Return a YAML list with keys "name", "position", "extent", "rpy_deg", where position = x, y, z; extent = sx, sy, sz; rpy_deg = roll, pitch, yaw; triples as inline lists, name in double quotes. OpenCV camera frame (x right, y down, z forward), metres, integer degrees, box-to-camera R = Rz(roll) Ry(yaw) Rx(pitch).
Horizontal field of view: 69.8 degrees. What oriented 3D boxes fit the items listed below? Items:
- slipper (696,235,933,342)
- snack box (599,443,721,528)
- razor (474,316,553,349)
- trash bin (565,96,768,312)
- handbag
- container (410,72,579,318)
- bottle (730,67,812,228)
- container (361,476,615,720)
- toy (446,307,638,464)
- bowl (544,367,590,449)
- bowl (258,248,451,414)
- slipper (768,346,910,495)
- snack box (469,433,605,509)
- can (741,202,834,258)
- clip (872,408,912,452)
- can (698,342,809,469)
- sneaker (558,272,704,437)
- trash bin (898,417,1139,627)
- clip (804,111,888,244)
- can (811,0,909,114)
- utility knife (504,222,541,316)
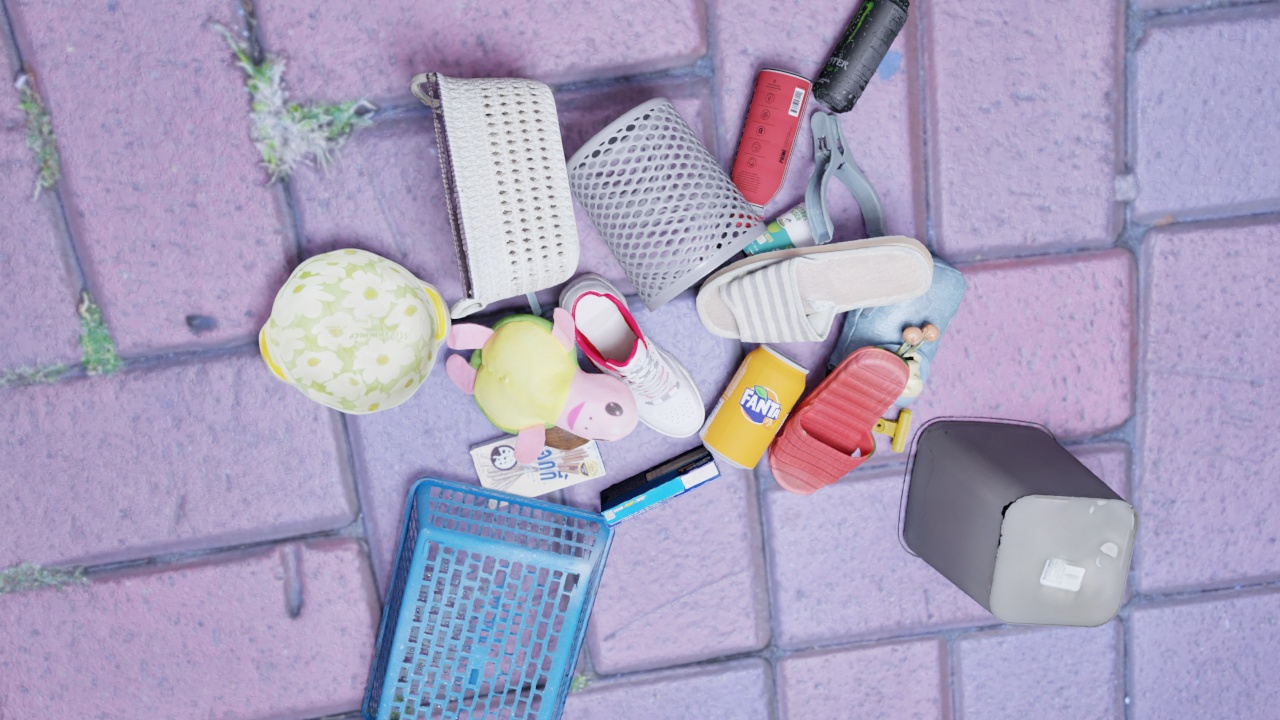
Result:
- name: "slipper"
  position: [0.190, -0.076, 1.034]
  extent: [0.273, 0.053, 0.114]
  rpy_deg: [-13, 124, 27]
- name: "snack box"
  position: [0.022, 0.151, 1.117]
  extent: [0.150, 0.082, 0.027]
  rpy_deg: [-26, 102, 2]
- name: "razor"
  position: [-0.148, -0.031, 1.097]
  extent: [0.106, 0.026, 0.042]
  rpy_deg: [-21, 101, -3]
- name: "trash bin"
  position: [0.022, -0.172, 1.001]
  extent: [0.156, 0.156, 0.183]
  rpy_deg: [-35, 93, 4]
- name: "handbag"
  position: [0.303, -0.033, 1.078]
  extent: [0.122, 0.118, 0.192]
  rpy_deg: [20, 108, -6]
- name: "container"
  position: [-0.152, -0.179, 0.974]
  extent: [0.143, 0.185, 0.251]
  rpy_deg: [-9, 89, -10]
- name: "bottle"
  position: [0.142, -0.238, 1.049]
  extent: [0.062, 0.062, 0.177]
  rpy_deg: [14, 101, -7]
- name: "container"
  position: [-0.195, 0.344, 1.128]
  extent: [0.257, 0.089, 0.363]
  rpy_deg: [13, 106, -7]
- name: "toy"
  position: [-0.115, 0.024, 1.039]
  extent: [0.238, 0.087, 0.190]
  rpy_deg: [20, 105, 12]
- name: "bowl"
  position: [-0.097, 0.052, 1.096]
  extent: [0.114, 0.026, 0.102]
  rpy_deg: [37, 86, 6]
- name: "bowl"
  position: [-0.322, -0.037, 1.060]
  extent: [0.219, 0.060, 0.188]
  rpy_deg: [-14, 102, 3]
- name: "slipper"
  position: [0.226, 0.085, 1.078]
  extent: [0.103, 0.059, 0.249]
  rpy_deg: [23, 131, -5]
- name: "snack box"
  position: [-0.125, 0.122, 1.129]
  extent: [0.150, 0.026, 0.082]
  rpy_deg: [-17, 103, 0]
- name: "can"
  position: [0.171, -0.142, 1.075]
  extent: [0.101, 0.055, 0.055]
  rpy_deg: [-32, 103, 3]
- name: "clip"
  position: [0.318, 0.086, 1.153]
  extent: [0.046, 0.048, 0.054]
  rpy_deg: [4, 105, -31]
- name: "can"
  position: [0.137, 0.055, 1.105]
  extent: [0.079, 0.079, 0.142]
  rpy_deg: [29, 99, -10]
- name: "sneaker"
  position: [-0.006, 0.006, 1.071]
  extent: [0.090, 0.104, 0.236]
  rpy_deg: [-35, 103, 4]
- name: "trash bin"
  position: [0.444, 0.192, 1.085]
  extent: [0.197, 0.220, 0.197]
  rpy_deg: [4, 102, -5]
- name: "clip"
  position: [0.212, -0.191, 1.035]
  extent: [0.031, 0.163, 0.173]
  rpy_deg: [-19, 102, 45]
- name: "can"
  position: [0.248, -0.348, 1.035]
  extent: [0.054, 0.054, 0.138]
  rpy_deg: [29, 99, -10]
- name: "utility knife"
  position: [-0.145, -0.119, 1.078]
  extent: [0.022, 0.015, 0.147]
  rpy_deg: [-19, 101, 1]
